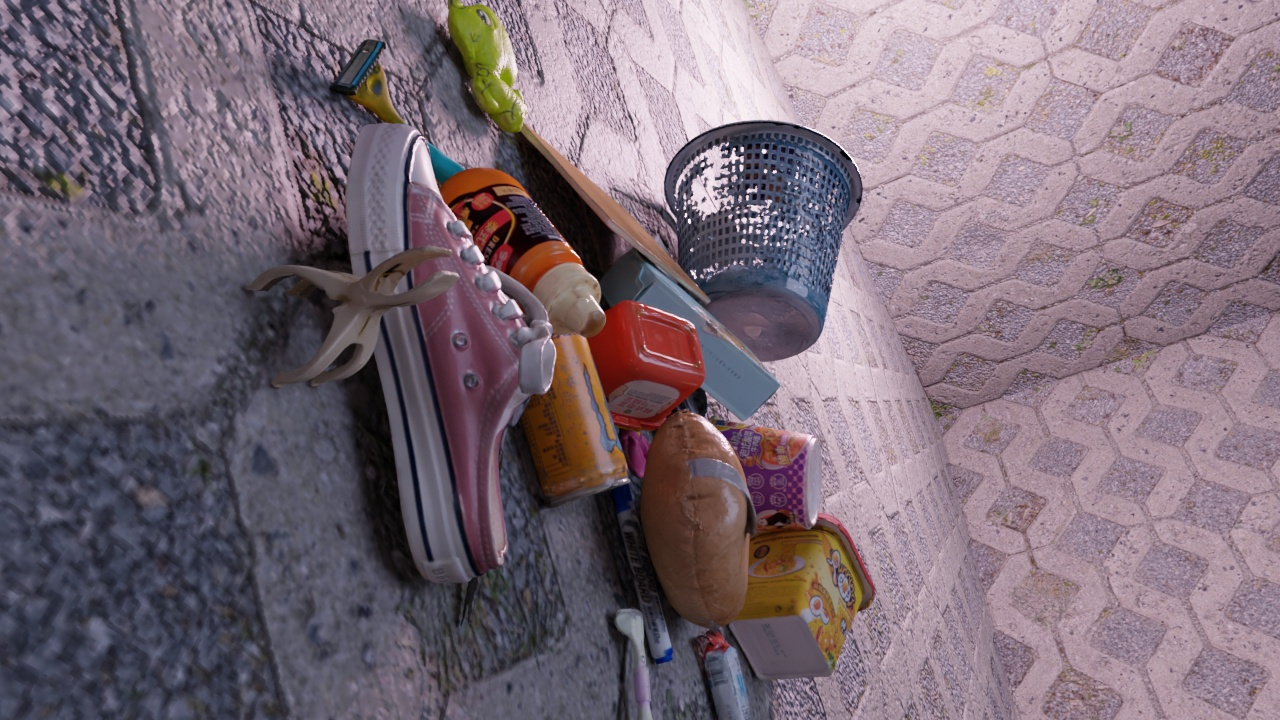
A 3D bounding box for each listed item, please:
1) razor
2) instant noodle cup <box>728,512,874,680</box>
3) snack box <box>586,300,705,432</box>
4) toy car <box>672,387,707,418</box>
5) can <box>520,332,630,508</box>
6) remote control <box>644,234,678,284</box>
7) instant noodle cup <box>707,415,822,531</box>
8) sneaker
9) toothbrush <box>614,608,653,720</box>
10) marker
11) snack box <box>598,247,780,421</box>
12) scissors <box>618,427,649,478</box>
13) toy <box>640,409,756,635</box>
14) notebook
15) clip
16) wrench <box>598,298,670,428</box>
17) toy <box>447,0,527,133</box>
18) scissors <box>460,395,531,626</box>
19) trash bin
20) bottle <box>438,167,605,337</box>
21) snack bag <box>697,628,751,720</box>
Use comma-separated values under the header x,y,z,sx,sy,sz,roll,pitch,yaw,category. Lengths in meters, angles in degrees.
x,y,z,sx,sy,sz,roll,pitch,yaw,category
-0.139,-0.141,0.589,0.132,0.028,0.043,46,54,-40,razor
0.143,0.221,0.849,0.116,0.116,0.123,62,34,-20,instant noodle cup
-0.004,0.004,0.684,0.091,0.080,0.082,16,52,-38,snack box
0.044,0.030,0.868,0.105,0.031,0.049,-92,156,-65,toy car
-0.055,0.019,0.605,0.058,0.058,0.146,-1,71,-68,can
0.010,-0.072,0.905,0.058,0.021,0.149,61,22,-22,remote control
0.111,0.108,0.835,0.111,0.099,0.111,3,90,-69,instant noodle cup
-0.089,-0.011,0.473,0.118,0.088,0.241,92,-15,-80,sneaker
0.003,0.255,0.585,0.029,0.020,0.189,32,43,-49,toothbrush
-0.001,0.148,0.675,0.017,0.017,0.145,17,55,-65,marker
0.044,-0.022,0.813,0.175,0.052,0.074,39,11,-31,snack box
-0.013,0.040,0.751,0.108,0.017,0.135,49,21,-61,scissors
0.047,0.139,0.708,0.226,0.082,0.143,79,10,-57,toy
-0.020,-0.129,0.820,0.148,0.008,0.207,50,10,28,notebook
-0.130,-0.014,0.416,0.035,0.102,0.095,4,92,-69,clip
-0.007,0.008,0.787,0.273,0.016,0.056,59,9,-28,wrench
-0.119,-0.233,0.723,0.096,0.031,0.100,34,45,-57,toy
-0.089,0.063,0.526,0.014,0.133,0.175,23,89,-31,scissors
0.127,-0.115,1.009,0.226,0.227,0.194,47,43,-46,trash bin
-0.070,-0.060,0.553,0.149,0.067,0.066,43,4,35,bottle
0.070,0.264,0.731,0.045,0.026,0.105,34,40,-71,snack bag
